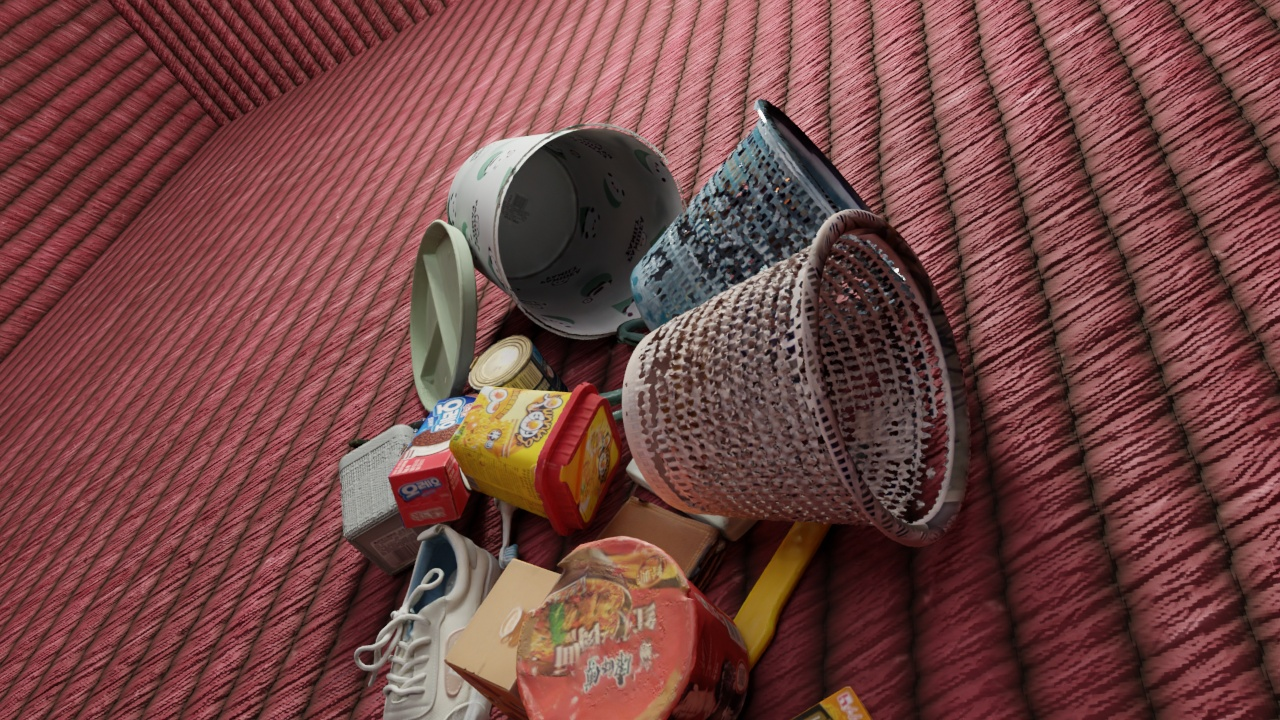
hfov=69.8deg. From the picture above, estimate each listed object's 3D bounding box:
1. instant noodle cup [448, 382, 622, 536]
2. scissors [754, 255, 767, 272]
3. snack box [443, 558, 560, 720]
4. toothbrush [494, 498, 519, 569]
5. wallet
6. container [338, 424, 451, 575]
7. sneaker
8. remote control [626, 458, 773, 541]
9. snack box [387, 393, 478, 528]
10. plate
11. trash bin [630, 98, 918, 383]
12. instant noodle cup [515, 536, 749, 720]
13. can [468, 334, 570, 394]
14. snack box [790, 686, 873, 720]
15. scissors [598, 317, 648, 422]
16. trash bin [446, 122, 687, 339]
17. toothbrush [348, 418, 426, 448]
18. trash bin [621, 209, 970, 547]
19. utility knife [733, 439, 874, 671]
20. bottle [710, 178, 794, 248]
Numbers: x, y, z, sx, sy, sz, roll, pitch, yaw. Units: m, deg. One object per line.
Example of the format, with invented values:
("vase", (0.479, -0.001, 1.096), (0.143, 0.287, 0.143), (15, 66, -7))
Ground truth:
("instant noodle cup", (-0.096, 0.082, 0.837), (0.124, 0.116, 0.116), (10, 52, 22))
("scissors", (0.135, -0.080, 0.950), (0.134, 0.017, 0.135), (-20, 38, 27))
("snack box", (-0.073, 0.220, 0.691), (0.077, 0.094, 0.092), (5, 50, 43))
("toothbrush", (-0.133, 0.122, 0.918), (0.026, 0.027, 0.220), (-23, 36, 9))
("wallet", (0.001, 0.168, 0.749), (0.125, 0.032, 0.101), (13, 58, 48))
("container", (-0.249, 0.144, 0.936), (0.090, 0.090, 0.114), (-31, 37, 6))
("sneaker", (-0.175, 0.241, 0.755), (0.090, 0.091, 0.241), (-20, 38, 22))
("remote control", (0.049, 0.105, 0.792), (0.058, 0.021, 0.150), (-44, 36, -17))
("snack box", (-0.192, 0.092, 0.912), (0.058, 0.057, 0.207), (-12, 16, 4))
("plate", (-0.235, -0.050, 1.087), (0.027, 0.230, 0.230), (0, 22, -28))
("trash bin", (0.108, -0.081, 0.818), (0.195, 0.226, 0.226), (-40, 31, 22))
("instant noodle cup", (0.003, 0.202, 0.616), (0.138, 0.108, 0.137), (-19, 52, 26))
("can", (-0.113, 0.037, 0.930), (0.075, 0.111, 0.075), (-22, 36, 17))
("snack box", (0.127, 0.269, 0.525), (0.075, 0.026, 0.153), (-33, 34, 2))
("scissors", (-0.009, 0.009, 0.940), (0.174, 0.019, 0.170), (-25, 32, -7))
("trash bin", (-0.105, -0.162, 1.080), (0.229, 0.229, 0.252), (-43, 29, -12))
("toothbrush", (-0.261, 0.082, 1.073), (0.213, 0.027, 0.026), (-13, 70, 28))
("trash bin", (0.102, 0.027, 0.665), (0.193, 0.227, 0.226), (-15, 38, 39))
("utility knife", (0.120, 0.145, 0.689), (0.033, 0.015, 0.230), (17, 60, 42))
("bottle", (0.130, -0.155, 1.008), (0.150, 0.067, 0.066), (-23, 35, 28))
